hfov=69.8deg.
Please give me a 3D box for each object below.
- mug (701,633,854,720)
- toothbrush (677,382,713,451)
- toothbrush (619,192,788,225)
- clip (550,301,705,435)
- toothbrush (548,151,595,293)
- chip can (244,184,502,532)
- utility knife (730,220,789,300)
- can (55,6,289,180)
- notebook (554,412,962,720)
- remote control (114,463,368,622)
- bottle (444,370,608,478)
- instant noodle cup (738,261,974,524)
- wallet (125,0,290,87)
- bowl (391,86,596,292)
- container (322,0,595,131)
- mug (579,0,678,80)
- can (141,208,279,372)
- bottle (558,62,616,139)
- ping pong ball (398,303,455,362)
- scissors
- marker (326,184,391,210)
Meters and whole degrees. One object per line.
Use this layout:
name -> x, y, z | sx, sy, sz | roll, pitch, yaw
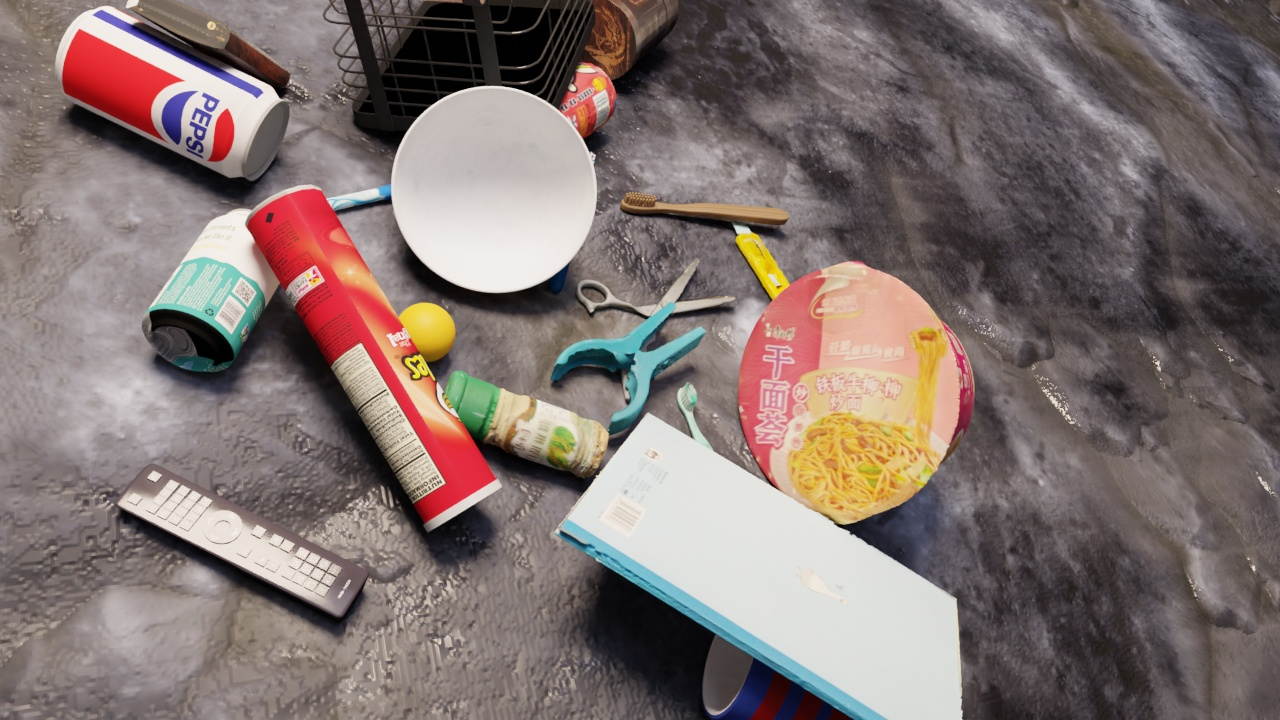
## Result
mug -> 0.088, 0.185, 0.574 | 0.076, 0.075, 0.111 | 24, 22, -10
toothbrush -> 0.048, 0.075, 0.666 | 0.022, 0.017, 0.135 | 0, 56, -23
toothbrush -> 0.061, -0.136, 0.828 | 0.166, 0.016, 0.016 | 2, 50, -22
clip -> 0.004, 0.016, 0.669 | 0.129, 0.031, 0.121 | -13, 57, -27
toothbrush -> -0.056, -0.118, 0.761 | 0.014, 0.014, 0.167 | 13, 49, -5
chip can -> -0.161, -0.002, 0.554 | 0.051, 0.052, 0.214 | -30, 88, -40
utility knife -> 0.121, -0.065, 0.816 | 0.030, 0.017, 0.164 | -7, 56, -38
can -> -0.319, -0.182, 0.631 | 0.132, 0.070, 0.070 | 26, 48, -8
notebook -> 0.086, 0.130, 0.572 | 0.253, 0.009, 0.180 | 31, 24, 6
remote control -> -0.218, 0.101, 0.505 | 0.136, 0.015, 0.032 | 28, 47, -3
bottle -> -0.078, 0.044, 0.607 | 0.111, 0.043, 0.043 | 21, 48, -14
instant noodle cup -> 0.165, 0.023, 0.676 | 0.077, 0.179, 0.178 | 2, 54, -47
wallet -> -0.304, -0.227, 0.654 | 0.072, 0.019, 0.123 | 23, 3, -5
bowl -> -0.109, -0.127, 0.683 | 0.144, 0.144, 0.074 | 18, 10, -15
container -> -0.136, -0.295, 0.736 | 0.163, 0.130, 0.240 | 6, 48, 8
mug -> -0.033, -0.339, 0.909 | 0.116, 0.080, 0.107 | 17, 42, 19
can -> -0.259, -0.044, 0.568 | 0.055, 0.055, 0.101 | 22, 48, -12
bottle -> -0.080, -0.206, 0.784 | 0.062, 0.062, 0.137 | 39, 46, 4
ping pong ball -> -0.145, -0.019, 0.619 | 0.040, 0.040, 0.040 | 14, 50, -18
scissors -> 0.017, -0.029, 0.733 | 0.141, 0.014, 0.161 | 9, 52, -18
marker -> -0.206, -0.121, 0.685 | 0.141, 0.013, 0.013 | -23, 69, -38
